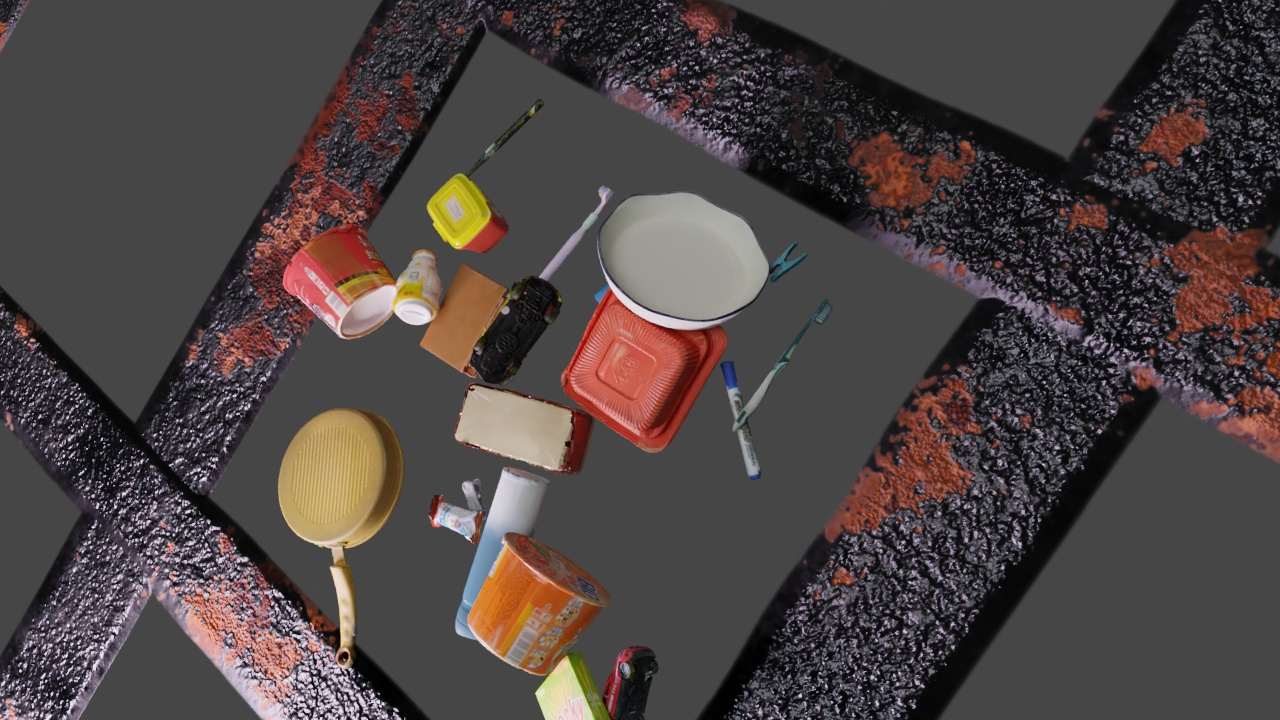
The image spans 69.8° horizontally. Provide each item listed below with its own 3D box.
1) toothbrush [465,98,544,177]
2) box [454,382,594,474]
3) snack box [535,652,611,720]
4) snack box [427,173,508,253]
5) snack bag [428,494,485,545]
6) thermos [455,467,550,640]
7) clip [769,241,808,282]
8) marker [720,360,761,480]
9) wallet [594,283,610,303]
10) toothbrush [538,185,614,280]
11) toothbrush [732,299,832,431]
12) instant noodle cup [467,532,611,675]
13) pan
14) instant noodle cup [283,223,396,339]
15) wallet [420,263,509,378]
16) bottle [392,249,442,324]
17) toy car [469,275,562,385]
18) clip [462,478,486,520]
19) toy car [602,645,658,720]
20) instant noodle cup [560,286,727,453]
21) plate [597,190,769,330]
[{"bbox_3d":[-0.206,-0.303,1.294,0.186,0.017,0.012,-41,62,12],"label":"toothbrush"},{"bbox_3d":[-0.154,0.088,1.176,0.168,0.078,0.091,13,86,24],"label":"box"},{"bbox_3d":[-0.069,0.434,1.076,0.086,0.026,0.156,-54,46,27],"label":"snack box"},{"bbox_3d":[-0.233,-0.194,1.253,0.082,0.080,0.091,-41,69,11],"label":"snack box"},{"bbox_3d":[-0.242,0.210,1.213,0.105,0.026,0.045,10,82,40],"label":"snack bag"},{"bbox_3d":[-0.179,0.248,1.169,0.070,0.070,0.220,18,89,24],"label":"thermos"},{"bbox_3d":[0.175,-0.117,1.109,0.056,0.014,0.041,-44,68,11],"label":"clip"},{"bbox_3d":[0.120,0.071,1.099,0.017,0.017,0.145,-17,75,19],"label":"marker"},{"bbox_3d":[0.015,-0.083,1.157,0.133,0.040,0.106,-38,67,16],"label":"wallet"},{"bbox_3d":[-0.099,-0.153,1.225,0.021,0.029,0.189,36,99,-15],"label":"toothbrush"},{"bbox_3d":[0.168,0.008,1.082,0.018,0.016,0.191,36,89,11],"label":"toothbrush"},{"bbox_3d":[-0.126,0.291,1.087,0.151,0.151,0.111,31,88,24],"label":"instant noodle cup"},{"bbox_3d":[-0.415,0.243,1.279,0.198,0.078,0.357,-6,73,24],"label":"pan"},{"bbox_3d":[-0.412,-0.103,1.289,0.138,0.137,0.108,-45,77,10],"label":"instant noodle cup"},{"bbox_3d":[-0.235,-0.055,1.259,0.108,0.031,0.132,29,93,27],"label":"wallet"},{"bbox_3d":[-0.305,-0.103,1.270,0.063,0.063,0.108,-16,49,19],"label":"bottle"},{"bbox_3d":[-0.167,-0.040,1.212,0.071,0.041,0.156,34,93,-12],"label":"toy car"},{"bbox_3d":[-0.221,0.186,1.220,0.024,0.028,0.056,-12,86,25],"label":"clip"},{"bbox_3d":[-0.018,0.395,1.085,0.045,0.052,0.120,18,93,44],"label":"toy car"},{"bbox_3d":[-0.007,0.006,1.103,0.164,0.079,0.189,32,108,12],"label":"instant noodle cup"},{"bbox_3d":[0.047,-0.117,1.090,0.205,0.046,0.204,5,54,-7],"label":"plate"}]
